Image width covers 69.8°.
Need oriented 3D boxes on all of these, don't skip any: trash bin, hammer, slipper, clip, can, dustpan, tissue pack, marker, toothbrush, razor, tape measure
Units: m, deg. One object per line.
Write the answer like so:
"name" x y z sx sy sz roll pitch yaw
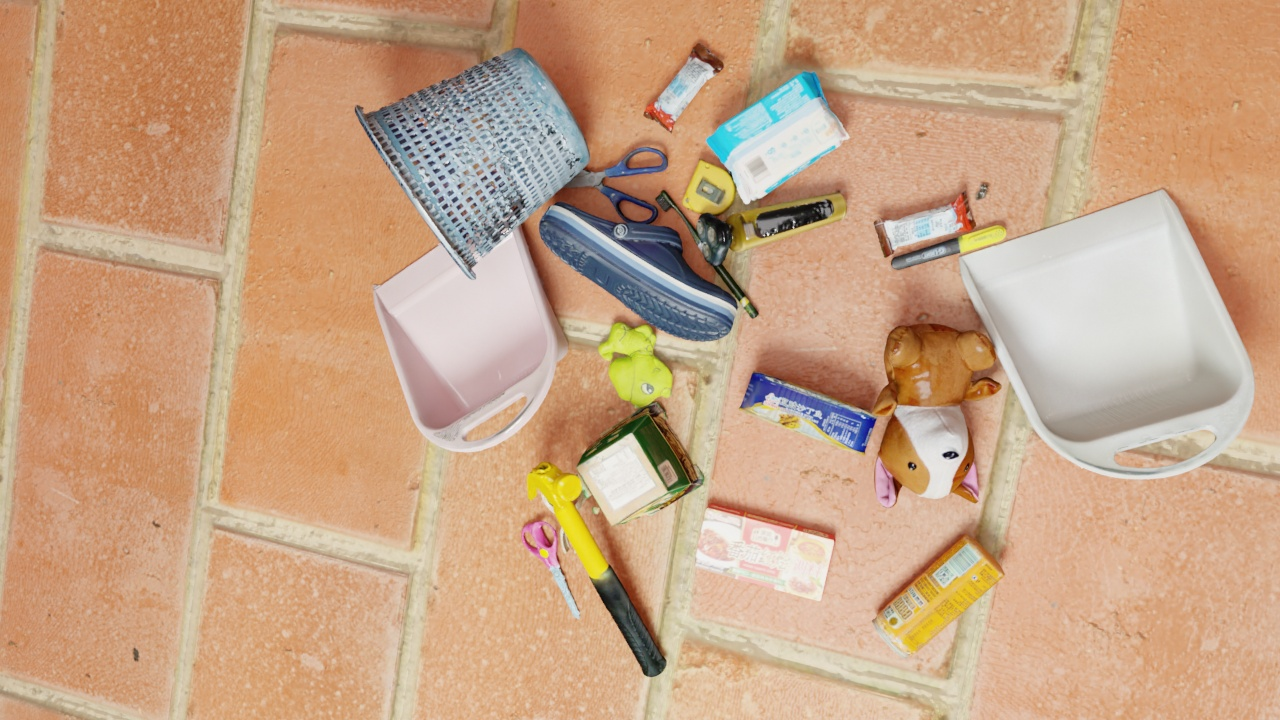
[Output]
"trash bin" -0.173 -0.235 1.031 0.195 0.226 0.226 -33 85 -3
"hammer" -0.047 0.244 1.065 0.032 0.129 0.301 -34 108 -22
"slipper" 0.003 -0.111 1.052 0.253 0.105 0.095 31 77 6
"clip" -0.079 0.179 1.117 0.094 0.035 0.102 -28 91 15
"can" 0.328 0.261 1.012 0.058 0.058 0.146 45 102 7
"dustpan" 0.475 -0.020 0.919 0.223 0.142 0.257 -19 90 14
"tissue pack" 0.153 -0.248 1.020 0.140 0.063 0.090 -32 87 14
"can" 0.187 0.058 1.026 0.148 0.074 0.049 20 94 13
"marker" 0.337 -0.123 1.008 0.124 0.015 0.018 -16 94 15
"toothbrush" 0.077 -0.123 1.073 0.017 0.012 0.186 -38 85 18
"dustpan" -0.203 -0.035 1.080 0.223 0.138 0.273 -35 86 14
"razor" 0.147 -0.154 1.031 0.167 0.067 0.062 -14 91 7
"tape measure" 0.081 -0.196 1.058 0.057 0.029 0.060 26 99 10

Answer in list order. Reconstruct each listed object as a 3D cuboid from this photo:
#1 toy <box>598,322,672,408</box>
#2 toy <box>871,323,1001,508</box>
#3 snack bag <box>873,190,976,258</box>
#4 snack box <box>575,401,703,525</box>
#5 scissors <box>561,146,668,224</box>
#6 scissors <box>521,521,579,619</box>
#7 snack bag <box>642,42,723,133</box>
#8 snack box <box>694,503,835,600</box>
"toy" -0.006 0.006 1.091 0.097 0.031 0.100 7 91 17
"toy" 0.313 0.061 0.978 0.140 0.130 0.200 3 103 0
"snack bag" 0.312 -0.149 1.006 0.104 0.026 0.048 -18 112 15
"snack box" -0.007 0.128 1.060 0.118 0.105 0.118 -33 86 12
"scissors" -0.042 -0.219 1.090 0.155 0.012 0.166 -45 77 12
"scissors" -0.106 0.261 1.138 0.054 0.017 0.133 -25 91 28
"snack bag" 0.049 -0.314 1.060 0.045 0.026 0.105 43 101 17
"snack box" 0.144 0.222 1.070 0.153 0.025 0.075 13 97 13
